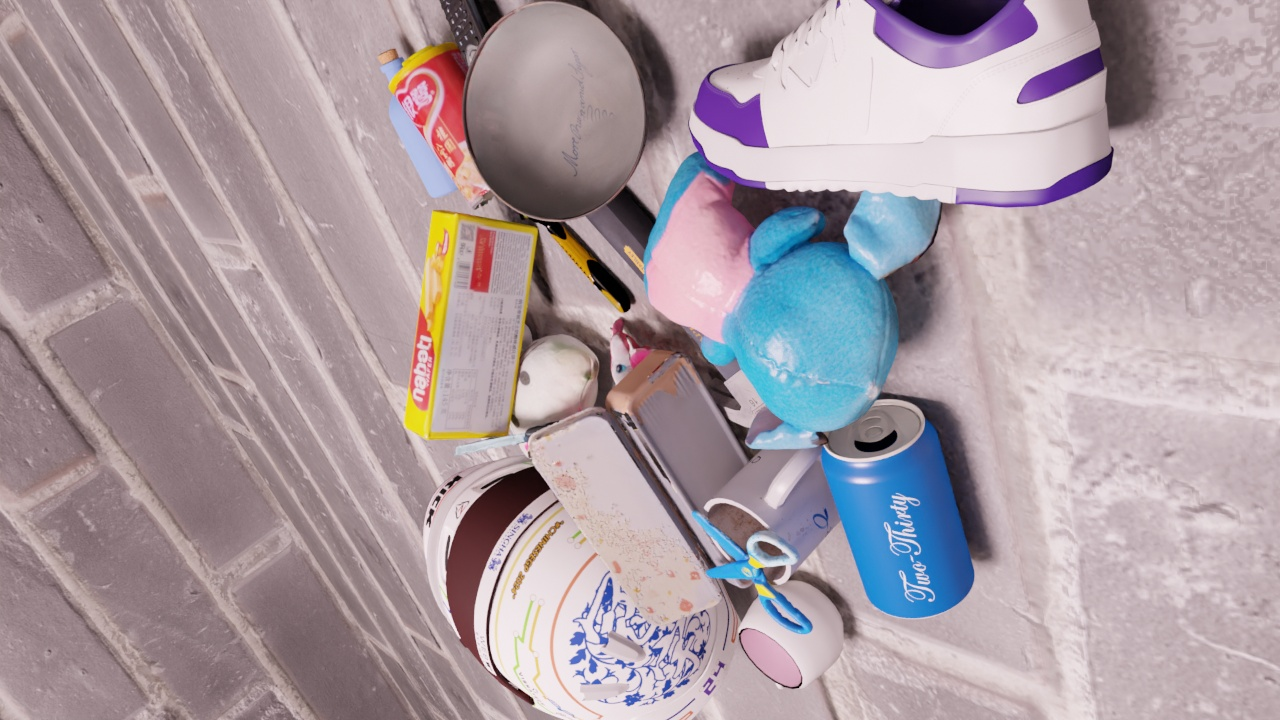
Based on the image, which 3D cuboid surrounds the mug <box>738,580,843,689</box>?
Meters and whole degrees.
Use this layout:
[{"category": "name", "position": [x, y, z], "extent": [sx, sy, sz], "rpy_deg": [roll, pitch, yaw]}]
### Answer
[{"category": "mug", "position": [0.143, 0.260, 0.853], "extent": [0.090, 0.076, 0.124], "rpy_deg": [28, 142, 34]}]

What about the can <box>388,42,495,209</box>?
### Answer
[{"category": "can", "position": [-0.148, -0.196, 0.767], "extent": [0.124, 0.066, 0.067], "rpy_deg": [56, 149, -8]}]

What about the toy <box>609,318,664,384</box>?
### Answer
[{"category": "toy", "position": [-0.005, 0.005, 0.789], "extent": [0.065, 0.050, 0.102], "rpy_deg": [56, 168, -18]}]

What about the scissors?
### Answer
[{"category": "scissors", "position": [0.085, 0.157, 0.693], "extent": [0.125, 0.014, 0.131], "rpy_deg": [42, 144, 13]}]

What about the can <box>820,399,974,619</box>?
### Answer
[{"category": "can", "position": [0.181, 0.106, 0.643], "extent": [0.079, 0.078, 0.146], "rpy_deg": [8, 129, 49]}]

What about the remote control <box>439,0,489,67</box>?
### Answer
[{"category": "remote control", "position": [-0.123, -0.239, 0.713], "extent": [0.045, 0.021, 0.140], "rpy_deg": [-3, 110, 62]}]

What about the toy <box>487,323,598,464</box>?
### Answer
[{"category": "toy", "position": [-0.118, 0.019, 0.921], "extent": [0.209, 0.085, 0.138], "rpy_deg": [33, 114, 39]}]

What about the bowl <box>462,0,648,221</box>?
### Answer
[{"category": "bowl", "position": [-0.051, -0.175, 0.654], "extent": [0.151, 0.056, 0.151], "rpy_deg": [7, 104, 28]}]

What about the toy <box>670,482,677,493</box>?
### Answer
[{"category": "toy", "position": [0.054, 0.115, 0.850], "extent": [0.113, 0.050, 0.087], "rpy_deg": [-6, 117, 48]}]

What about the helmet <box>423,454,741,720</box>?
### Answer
[{"category": "helmet", "position": [-0.051, 0.230, 0.904], "extent": [0.314, 0.230, 0.236], "rpy_deg": [41, 164, -27]}]

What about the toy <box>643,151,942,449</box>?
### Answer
[{"category": "toy", "position": [0.083, -0.049, 0.578], "extent": [0.191, 0.098, 0.225], "rpy_deg": [40, 135, 22]}]

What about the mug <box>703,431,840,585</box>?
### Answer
[{"category": "mug", "position": [0.114, 0.101, 0.706], "extent": [0.083, 0.096, 0.120], "rpy_deg": [39, 147, 20]}]

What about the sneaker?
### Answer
[{"category": "sneaker", "position": [0.110, -0.150, 0.461], "extent": [0.244, 0.091, 0.111], "rpy_deg": [19, 132, 44]}]

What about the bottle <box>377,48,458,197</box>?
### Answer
[{"category": "bottle", "position": [-0.198, -0.216, 0.829], "extent": [0.048, 0.047, 0.131], "rpy_deg": [4, 125, 51]}]

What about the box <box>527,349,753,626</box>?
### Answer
[{"category": "box", "position": [0.021, 0.111, 0.751], "extent": [0.216, 0.157, 0.071], "rpy_deg": [59, -177, -24]}]

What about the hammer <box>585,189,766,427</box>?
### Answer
[{"category": "hammer", "position": [0.017, -0.076, 0.712], "extent": [0.312, 0.035, 0.140], "rpy_deg": [50, 151, 3]}]

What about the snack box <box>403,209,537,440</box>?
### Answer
[{"category": "snack box", "position": [-0.153, -0.030, 0.832], "extent": [0.042, 0.092, 0.201], "rpy_deg": [16, 99, 44]}]

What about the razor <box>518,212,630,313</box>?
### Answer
[{"category": "razor", "position": [-0.060, -0.095, 0.801], "extent": [0.144, 0.021, 0.044], "rpy_deg": [47, 173, 6]}]

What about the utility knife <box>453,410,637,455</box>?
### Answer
[{"category": "utility knife", "position": [-0.063, 0.063, 0.830], "extent": [0.234, 0.020, 0.029], "rpy_deg": [-11, 147, 12]}]
